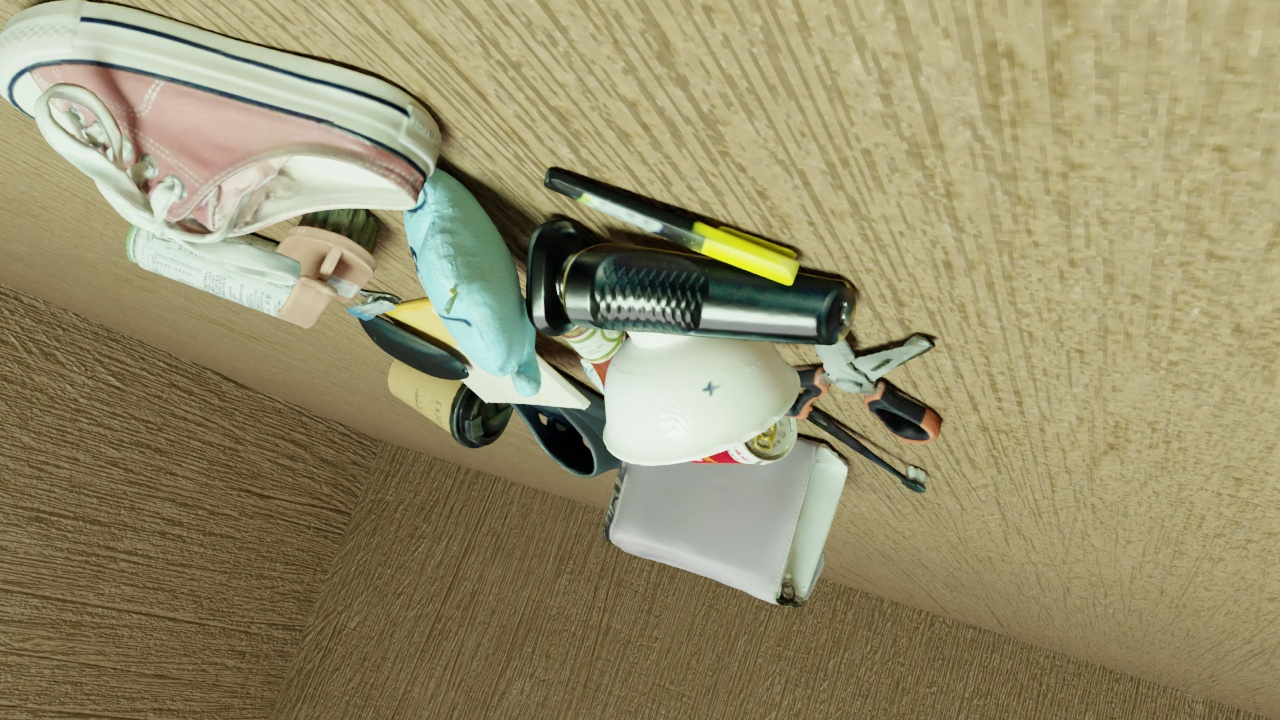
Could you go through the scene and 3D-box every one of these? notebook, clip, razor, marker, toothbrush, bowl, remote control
[{"bbox_3d":[-0.145,-0.006,0.819,0.146,0.010,0.207,44,157,-25],"label":"notebook"},{"bbox_3d":[-0.238,-0.052,0.826,0.058,0.044,0.027,1,157,42],"label":"clip"},{"bbox_3d":[0.022,-0.034,0.461,0.168,0.062,0.067,9,-165,20],"label":"razor"},{"bbox_3d":[0.013,-0.063,0.419,0.124,0.015,0.018,22,167,3],"label":"marker"},{"bbox_3d":[0.174,0.066,0.726,0.181,0.018,0.016,30,162,-33],"label":"toothbrush"},{"bbox_3d":[0.024,0.000,0.518,0.118,0.118,0.065,5,123,48],"label":"bowl"},{"bbox_3d":[-0.221,-0.012,0.869,0.136,0.024,0.053,25,156,24],"label":"remote control"}]

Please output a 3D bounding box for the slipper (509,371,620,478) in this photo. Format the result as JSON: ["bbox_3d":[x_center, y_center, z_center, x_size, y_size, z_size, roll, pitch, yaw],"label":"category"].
[{"bbox_3d":[-0.077,0.074,0.978,0.111,0.083,0.268,13,165,33],"label":"slipper"}]

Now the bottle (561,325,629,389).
[{"bbox_3d":[-0.004,0.004,0.627,0.060,0.059,0.206,11,162,33],"label":"bottle"}]

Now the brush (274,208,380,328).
[{"bbox_3d":[-0.216,-0.063,0.624,0.063,0.073,0.146,26,164,-23],"label":"brush"}]

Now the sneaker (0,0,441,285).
[{"bbox_3d":[-0.212,-0.098,0.429,0.241,0.087,0.118,15,167,15],"label":"sneaker"}]

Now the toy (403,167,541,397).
[{"bbox_3d":[-0.088,-0.038,0.503,0.156,0.050,0.161,-115,3,-65],"label":"toy"}]

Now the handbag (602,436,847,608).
[{"bbox_3d":[0.075,0.131,0.849,0.197,0.144,0.098,11,163,35],"label":"handbag"}]

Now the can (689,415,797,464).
[{"bbox_3d":[0.074,0.058,0.745,0.053,0.053,0.133,23,167,-16],"label":"can"}]

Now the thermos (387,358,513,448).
[{"bbox_3d":[-0.207,0.036,1.006,0.143,0.093,0.093,20,170,31],"label":"thermos"}]

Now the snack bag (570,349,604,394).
[{"bbox_3d":[-0.019,0.020,0.746,0.045,0.026,0.105,27,-170,-39],"label":"snack bag"}]

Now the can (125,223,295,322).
[{"bbox_3d":[-0.341,-0.081,0.762,0.146,0.058,0.058,21,168,-6],"label":"can"}]

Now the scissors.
[{"bbox_3d":[0.132,0.017,0.571,0.224,0.015,0.189,29,162,-37],"label":"scissors"}]
